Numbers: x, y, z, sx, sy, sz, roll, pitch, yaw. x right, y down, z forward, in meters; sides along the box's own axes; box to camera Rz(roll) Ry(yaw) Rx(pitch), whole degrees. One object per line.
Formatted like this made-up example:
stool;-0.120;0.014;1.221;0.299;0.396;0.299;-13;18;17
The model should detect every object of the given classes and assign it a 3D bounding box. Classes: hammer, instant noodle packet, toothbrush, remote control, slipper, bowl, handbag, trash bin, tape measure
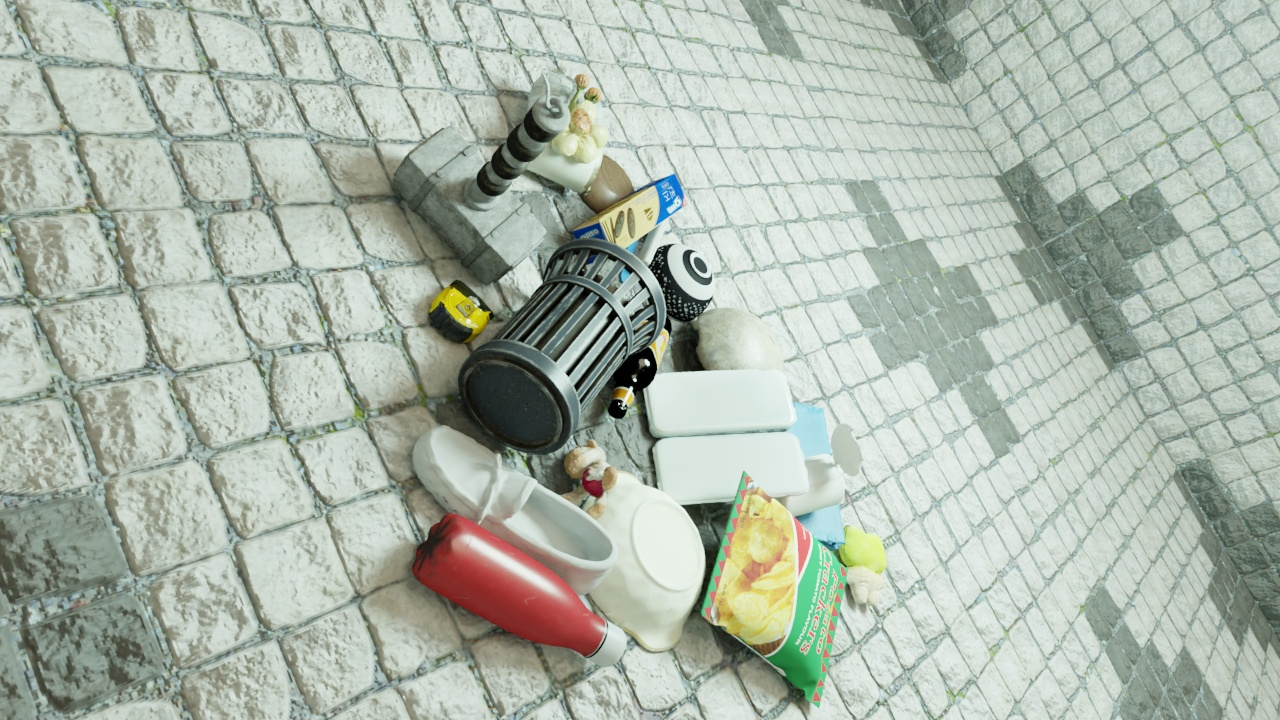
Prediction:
hammer;-0.146;-0.212;1.000;0.177;0.327;0.079;48;57;-10
instant noodle packet;0.178;0.289;1.154;0.252;0.091;0.195;44;51;-29
toothbrush;-0.010;-0.174;1.359;0.016;0.014;0.166;34;44;-25
remote control;0.014;-0.172;1.361;0.012;0.033;0.130;43;37;-18
slipper;-0.129;0.153;0.957;0.247;0.075;0.112;38;26;-8
bowl;0.160;-0.008;1.340;0.178;0.081;0.178;42;33;-36
handbag;-0.102;-0.335;1.289;0.112;0.124;0.171;20;56;-28
trash bin;-0.091;-0.014;1.051;0.164;0.165;0.226;47;43;-11
tape measure;-0.206;-0.055;1.052;0.065;0.037;0.064;48;39;-10
bowl;0.015;0.222;1.071;0.188;0.060;0.219;5;60;-45
bowl;0.067;-0.125;1.362;0.120;0.067;0.120;26;47;-32
bowl;-0.048;-0.266;1.370;0.117;0.030;0.117;26;47;-32

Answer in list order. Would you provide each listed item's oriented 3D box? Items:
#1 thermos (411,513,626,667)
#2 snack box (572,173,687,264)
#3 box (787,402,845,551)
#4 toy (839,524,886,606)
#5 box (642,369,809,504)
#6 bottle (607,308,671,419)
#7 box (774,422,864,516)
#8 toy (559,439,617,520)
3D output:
thermos;-0.111;0.239;0.916;0.240;0.073;0.073;37;42;-23
snack box;-0.011;-0.208;1.321;0.206;0.056;0.057;-42;112;-45
box;0.246;0.165;1.357;0.093;0.053;0.231;24;49;-33
toy;0.328;0.303;1.351;0.092;0.046;0.115;24;55;-32
box;0.112;0.098;1.213;0.208;0.037;0.188;-1;59;-12
bottle;-0.007;0.007;1.198;0.059;0.059;0.181;41;41;-18
box;0.229;0.151;1.243;0.106;0.151;0.080;-10;50;-20
toy;-0.061;0.124;1.051;0.074;0.085;0.105;13;27;-4
